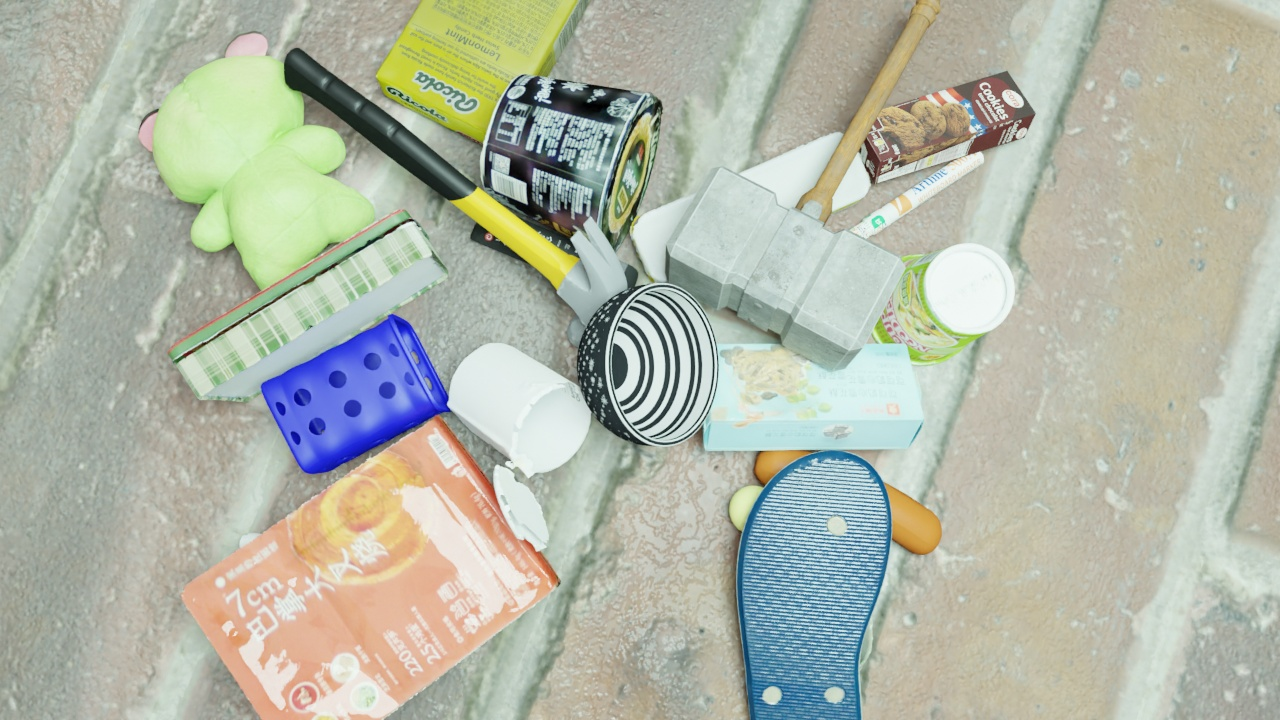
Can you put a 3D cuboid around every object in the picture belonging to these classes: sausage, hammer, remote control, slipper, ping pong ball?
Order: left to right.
[{"bbox_3d":[-0.145,-0.135,0.719,0.323,0.127,0.029,38,60,-2],"label":"hammer"},{"bbox_3d":[-0.073,-0.090,0.781,0.147,0.015,0.033,23,84,0],"label":"remote control"},{"bbox_3d":[0.093,0.123,0.754,0.040,0.040,0.040,0,84,-3],"label":"ping pong ball"},{"bbox_3d":[0.135,0.213,0.740,0.118,0.060,0.295,1,97,3],"label":"slipper"},{"bbox_3d":[0.165,-0.168,0.731,0.163,0.083,0.317,29,78,8],"label":"hammer"},{"bbox_3d":[0.173,0.112,0.759,0.164,0.039,0.044,24,102,0],"label":"sausage"}]

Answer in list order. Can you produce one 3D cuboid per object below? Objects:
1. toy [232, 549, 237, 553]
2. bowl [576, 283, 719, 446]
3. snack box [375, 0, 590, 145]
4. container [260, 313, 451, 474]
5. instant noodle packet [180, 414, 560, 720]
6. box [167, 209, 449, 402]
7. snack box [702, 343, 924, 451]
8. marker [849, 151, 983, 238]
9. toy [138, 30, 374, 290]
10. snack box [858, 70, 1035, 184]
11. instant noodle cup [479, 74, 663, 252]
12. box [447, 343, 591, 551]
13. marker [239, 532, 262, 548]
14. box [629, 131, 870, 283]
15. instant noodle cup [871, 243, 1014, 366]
[{"bbox_3d":[-0.272,0.202,0.724,0.127,0.065,0.095,20,112,-11],"label":"toy"},{"bbox_3d":[-0.004,0.004,0.693,0.120,0.066,0.120,2,87,-45],"label":"bowl"},{"bbox_3d":[-0.128,-0.281,0.785,0.121,0.045,0.180,27,81,2],"label":"snack box"},{"bbox_3d":[-0.223,0.028,0.728,0.113,0.084,0.085,-28,87,-4],"label":"container"},{"bbox_3d":[-0.197,0.170,0.683,0.220,0.084,0.164,-35,87,-24],"label":"instant noodle packet"},{"bbox_3d":[-0.252,-0.041,0.719,0.205,0.118,0.051,-34,89,-4],"label":"box"},{"bbox_3d":[0.135,0.030,0.747,0.174,0.053,0.074,0,56,-1],"label":"snack box"},{"bbox_3d":[0.236,-0.140,0.799,0.145,0.017,0.017,-33,86,-6],"label":"marker"},{"bbox_3d":[-0.314,-0.159,0.738,0.150,0.107,0.197,-40,96,-5],"label":"toy"},{"bbox_3d":[0.259,-0.201,0.790,0.141,0.032,0.051,-18,64,-4],"label":"snack box"},{"bbox_3d":[-0.057,-0.164,0.735,0.112,0.137,0.137,20,83,8],"label":"instant noodle cup"},{"bbox_3d":[-0.093,0.062,0.696,0.156,0.084,0.125,25,64,42],"label":"box"},{"bbox_3d":[-0.259,0.155,0.746,0.133,0.017,0.020,8,122,-2],"label":"marker"},{"bbox_3d":[0.094,-0.129,0.782,0.209,0.037,0.064,-24,87,-5],"label":"box"},{"bbox_3d":[0.246,-0.049,0.745,0.099,0.108,0.099,0,85,-2],"label":"instant noodle cup"}]
